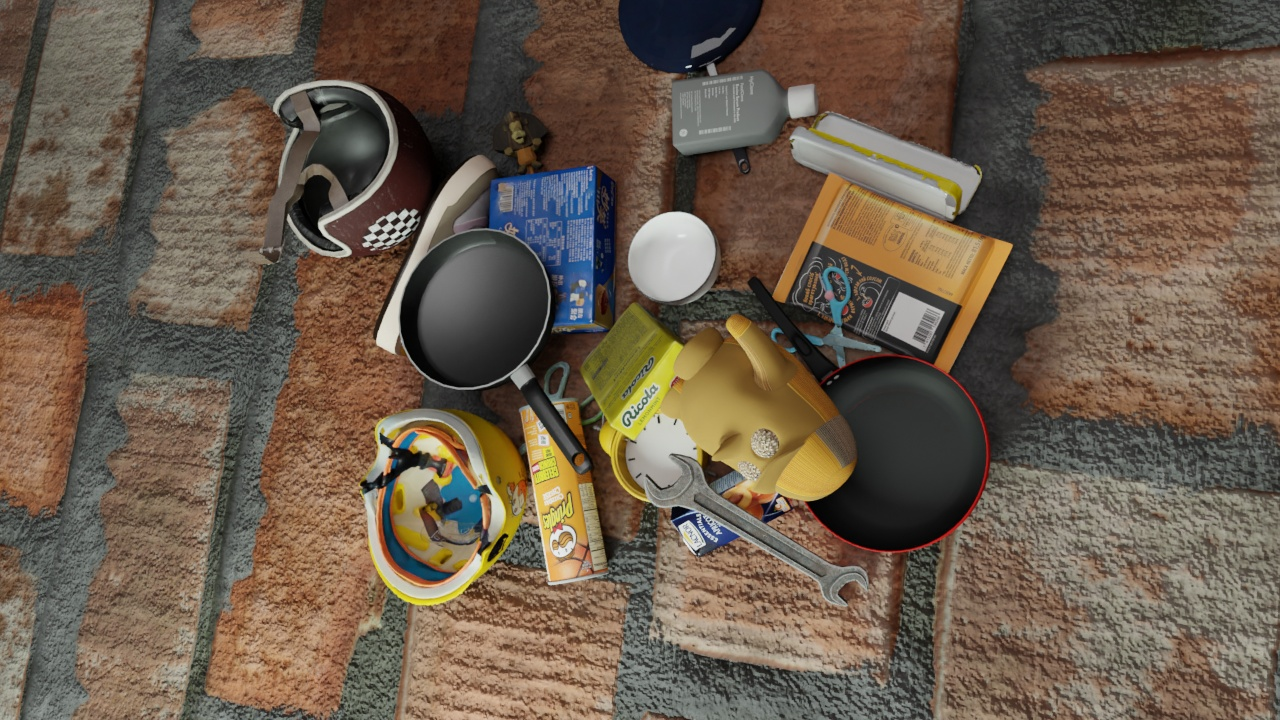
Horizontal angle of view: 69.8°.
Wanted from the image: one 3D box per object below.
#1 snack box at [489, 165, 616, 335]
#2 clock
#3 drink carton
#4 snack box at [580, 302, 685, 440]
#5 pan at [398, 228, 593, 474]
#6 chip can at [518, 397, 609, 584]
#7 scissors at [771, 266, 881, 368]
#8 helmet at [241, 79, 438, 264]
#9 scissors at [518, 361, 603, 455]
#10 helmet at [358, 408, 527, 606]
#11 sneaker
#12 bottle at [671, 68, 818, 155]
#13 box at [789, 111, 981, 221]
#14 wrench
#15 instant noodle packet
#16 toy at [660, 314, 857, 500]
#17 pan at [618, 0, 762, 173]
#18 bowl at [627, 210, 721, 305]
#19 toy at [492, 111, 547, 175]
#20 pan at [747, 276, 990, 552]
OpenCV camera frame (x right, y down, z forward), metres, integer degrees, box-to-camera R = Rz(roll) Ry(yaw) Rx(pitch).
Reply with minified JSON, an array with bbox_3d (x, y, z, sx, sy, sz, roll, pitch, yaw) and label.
[{"bbox_3d":[-0.115,-0.137,1.188,0.155,0.069,0.202,-3,80,21],"label":"snack box"},{"bbox_3d":[0.016,0.102,1.109,0.114,0.052,0.152,-42,74,11],"label":"clock"},{"bbox_3d":[0.102,0.167,1.053,0.130,0.040,0.064,-30,107,15],"label":"drink carton"},{"bbox_3d":[-0.006,0.006,1.085,0.121,0.045,0.181,-53,24,6],"label":"snack box"},{"bbox_3d":[-0.157,-0.005,1.111,0.204,0.044,0.355,-39,70,5],"label":"pan"},{"bbox_3d":[-0.094,0.159,1.121,0.075,0.075,0.215,-14,80,19],"label":"chip can"},{"bbox_3d":[0.208,-0.037,1.058,0.136,0.015,0.135,-9,91,33],"label":"scissors"},{"bbox_3d":[-0.390,-0.245,1.216,0.234,0.253,0.233,-25,78,1],"label":"helmet"},{"bbox_3d":[-0.108,0.088,1.180,0.139,0.028,0.170,16,92,22],"label":"scissors"},{"bbox_3d":[-0.232,0.173,1.153,0.209,0.139,0.240,20,104,25],"label":"helmet"},{"bbox_3d":[-0.244,-0.127,1.232,0.116,0.111,0.294,27,91,2],"label":"sneaker"},{"bbox_3d":[0.127,-0.306,1.116,0.174,0.046,0.083,-3,85,20],"label":"bottle"},{"bbox_3d":[0.273,-0.228,1.041,0.209,0.080,0.079,28,95,24],"label":"box"},{"bbox_3d":[0.128,0.189,1.019,0.273,0.010,0.070,31,105,4],"label":"wrench"},{"bbox_3d":[0.277,-0.099,1.038,0.221,0.032,0.160,28,102,23],"label":"instant noodle packet"},{"bbox_3d":[0.129,0.067,0.963,0.203,0.199,0.162,40,53,21],"label":"toy"},{"bbox_3d":[0.083,-0.399,1.177,0.199,0.021,0.356,-20,76,18],"label":"pan"},{"bbox_3d":[0.048,-0.120,1.122,0.114,0.063,0.113,-4,81,22],"label":"bowl"},{"bbox_3d":[-0.158,-0.285,1.236,0.076,0.062,0.100,-19,80,-2],"label":"toy"},{"bbox_3d":[0.230,0.044,1.017,0.209,0.067,0.356,-42,63,18],"label":"pan"}]
